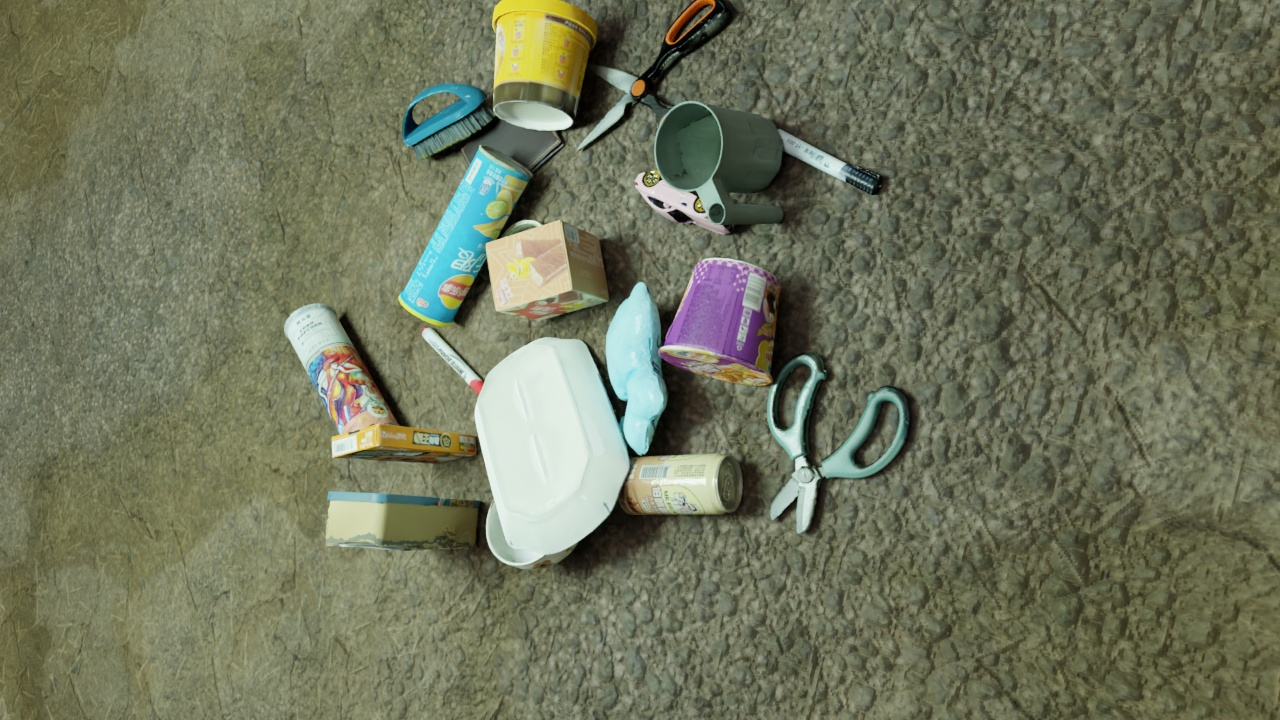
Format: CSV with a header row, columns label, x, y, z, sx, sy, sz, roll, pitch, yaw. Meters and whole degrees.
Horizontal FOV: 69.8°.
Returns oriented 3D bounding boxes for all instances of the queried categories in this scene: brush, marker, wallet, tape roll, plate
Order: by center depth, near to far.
label,x,y,z,sx,sy,sz,roll,pitch,yaw
marker,0.178,-0.195,0.888,0.131,0.018,0.022,37,93,31
plate,-0.106,0.076,0.964,0.162,0.034,0.265,-34,47,14
tape roll,-0.136,-0.122,1.077,0.086,0.014,0.085,-6,79,32
marker,-0.222,0.004,1.109,0.145,0.017,0.017,41,104,30
wallet,-0.156,-0.259,1.112,0.122,0.020,0.096,-37,69,21
brush,-0.246,-0.302,1.135,0.144,0.073,0.055,-15,34,38

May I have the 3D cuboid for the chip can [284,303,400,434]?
label,x,y,z,sx,sy,sz,roll,pitch,yaw
chip can,-0.382,0.025,1.175,0.071,0.071,0.214,-46,62,17

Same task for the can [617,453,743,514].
label,x,y,z,sx,sy,sz,roll,pitch,yaw
can,0.037,0.122,0.898,0.116,0.058,0.058,-6,78,31

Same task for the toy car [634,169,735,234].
label,x,y,z,sx,sy,sz,roll,pitch,yaw
toy car,0.044,-0.159,0.944,0.122,0.056,0.037,33,96,32

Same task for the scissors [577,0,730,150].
label,x,y,z,sx,sy,sz,roll,pitch,yaw
scissors,0.020,-0.297,1.007,0.234,0.021,0.220,-44,57,19

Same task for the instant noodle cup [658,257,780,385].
label,x,y,z,sx,sy,sz,roll,pitch,yaw
instant noodle cup,0.082,-0.038,0.875,0.112,0.111,0.099,7,76,33

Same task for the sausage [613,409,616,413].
label,x,y,z,sx,sy,sz,roll,pitch,yaw
sausage,-0.096,0.060,1.016,0.165,0.021,0.021,-5,79,31

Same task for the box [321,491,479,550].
label,x,y,z,sx,sy,sz,roll,pitch,yaw
box,-0.262,0.176,1.006,0.090,0.184,0.062,-2,77,27

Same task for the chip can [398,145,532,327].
label,x,y,z,sx,sy,sz,roll,pitch,yaw
chip can,-0.207,-0.145,1.086,0.071,0.071,0.210,41,107,31

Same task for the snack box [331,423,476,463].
label,x,y,z,sx,sy,sz,roll,pitch,yaw
snack box,-0.264,0.096,1.038,0.075,0.153,0.026,-14,74,30

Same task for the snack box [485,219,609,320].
label,x,y,z,sx,sy,sz,roll,pitch,yaw
snack box,-0.099,-0.094,0.992,0.094,0.092,0.077,-14,81,22

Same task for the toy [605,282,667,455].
label,x,y,z,sx,sy,sz,roll,pitch,yaw
toy,-0.006,0.005,0.938,0.156,0.049,0.162,-122,40,-51

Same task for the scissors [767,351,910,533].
label,x,y,z,sx,sy,sz,roll,pitch,yaw
scissors,0.180,0.079,0.839,0.172,0.019,0.176,1,81,32

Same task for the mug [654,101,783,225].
label,x,y,z,sx,sy,sz,roll,pitch,yaw
mug,0.085,-0.186,0.887,0.084,0.103,0.124,-32,75,41

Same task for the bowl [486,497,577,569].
label,x,y,z,sx,sy,sz,roll,pitch,yaw
bowl,-0.099,0.170,0.967,0.114,0.062,0.113,-19,53,27

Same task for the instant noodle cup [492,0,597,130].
label,x,y,z,sx,sy,sz,roll,pitch,yaw
instant noodle cup,-0.113,-0.330,1.037,0.119,0.118,0.114,3,84,33
